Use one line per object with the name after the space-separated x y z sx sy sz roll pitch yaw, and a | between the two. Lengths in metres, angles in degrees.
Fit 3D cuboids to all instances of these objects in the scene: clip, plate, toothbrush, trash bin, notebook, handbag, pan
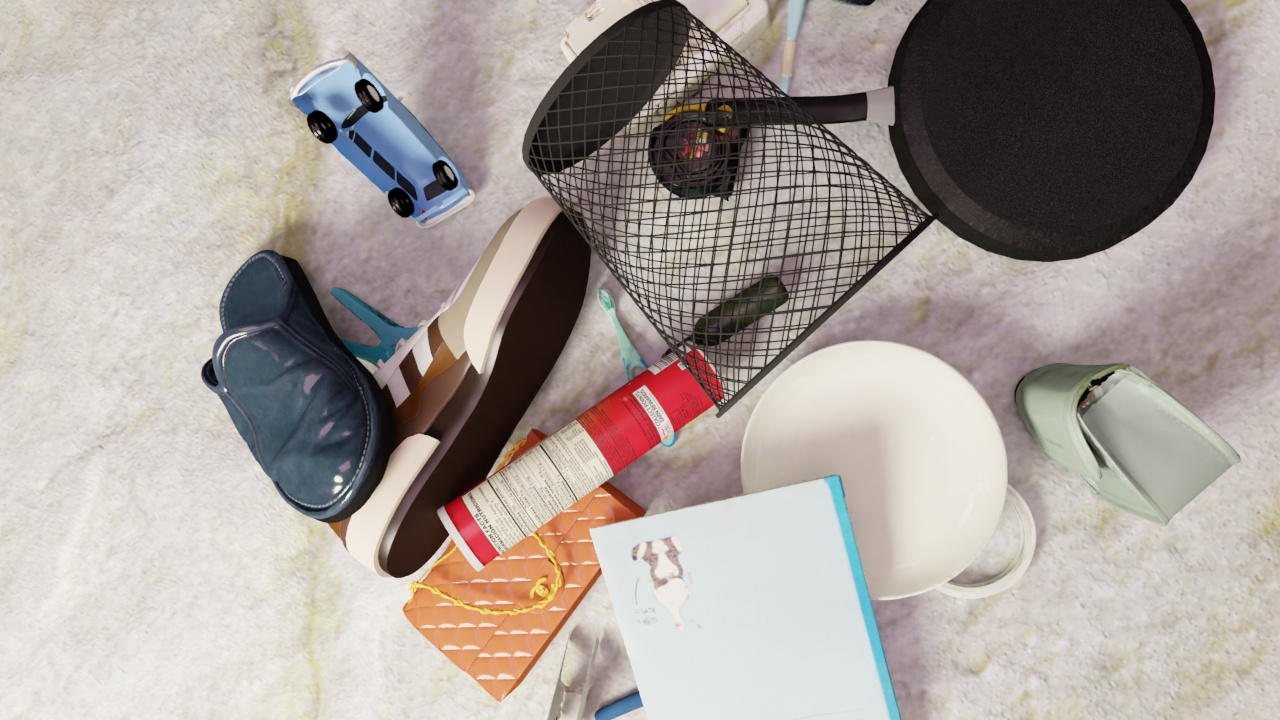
-0.187 -0.026 0.726 0.130 0.030 0.120 44 99 6 | clip
0.165 0.077 0.658 0.182 0.034 0.182 -1 88 18 | plate
0.116 -0.259 0.695 0.022 0.016 0.155 9 90 49 | toothbrush
0.047 -0.102 0.591 0.184 0.184 0.210 -43 84 4 | trash bin
-0.062 0.258 0.685 0.052 0.101 0.060 21 133 -4 | clip
0.084 0.217 0.656 0.181 0.009 0.253 -15 99 11 | notebook
0.040 0.238 0.691 0.168 0.014 0.014 -25 74 8 | toothbrush
0.309 0.049 0.606 0.106 0.121 0.067 45 96 4 | handbag
-0.004 0.004 0.703 0.022 0.017 0.135 -24 85 3 | toothbrush
0.224 -0.182 0.648 0.356 0.034 0.225 -1 89 0 | pan
-0.093 0.152 0.692 0.109 0.060 0.172 37 93 11 | handbag

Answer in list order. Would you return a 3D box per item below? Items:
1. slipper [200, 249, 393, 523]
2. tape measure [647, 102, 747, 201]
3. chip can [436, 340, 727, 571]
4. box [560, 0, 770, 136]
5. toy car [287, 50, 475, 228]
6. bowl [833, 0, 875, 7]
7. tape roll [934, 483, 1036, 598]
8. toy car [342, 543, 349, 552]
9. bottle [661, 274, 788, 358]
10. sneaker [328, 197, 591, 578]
-0.268 0.005 0.652 0.109 0.083 0.265 -47 55 11 | slipper
0.042 -0.157 0.690 0.072 0.042 0.071 13 98 4 | tape measure
-0.038 0.065 0.650 0.214 0.052 0.052 -34 84 -10 | chip can
-0.009 -0.283 0.699 0.143 0.044 0.184 -40 83 5 | box
-0.188 -0.163 0.680 0.056 0.153 0.054 -27 48 15 | toy car
0.154 -0.293 0.660 0.137 0.136 0.057 26 131 8 | bowl
0.238 0.125 0.667 0.093 0.013 0.093 0 89 8 | tape roll
-0.189 0.110 0.718 0.048 0.032 0.105 31 87 8 | toy car
0.062 -0.028 0.691 0.106 0.025 0.025 -32 84 6 | bottle
-0.145 0.003 0.669 0.116 0.111 0.294 29 92 20 | sneaker
